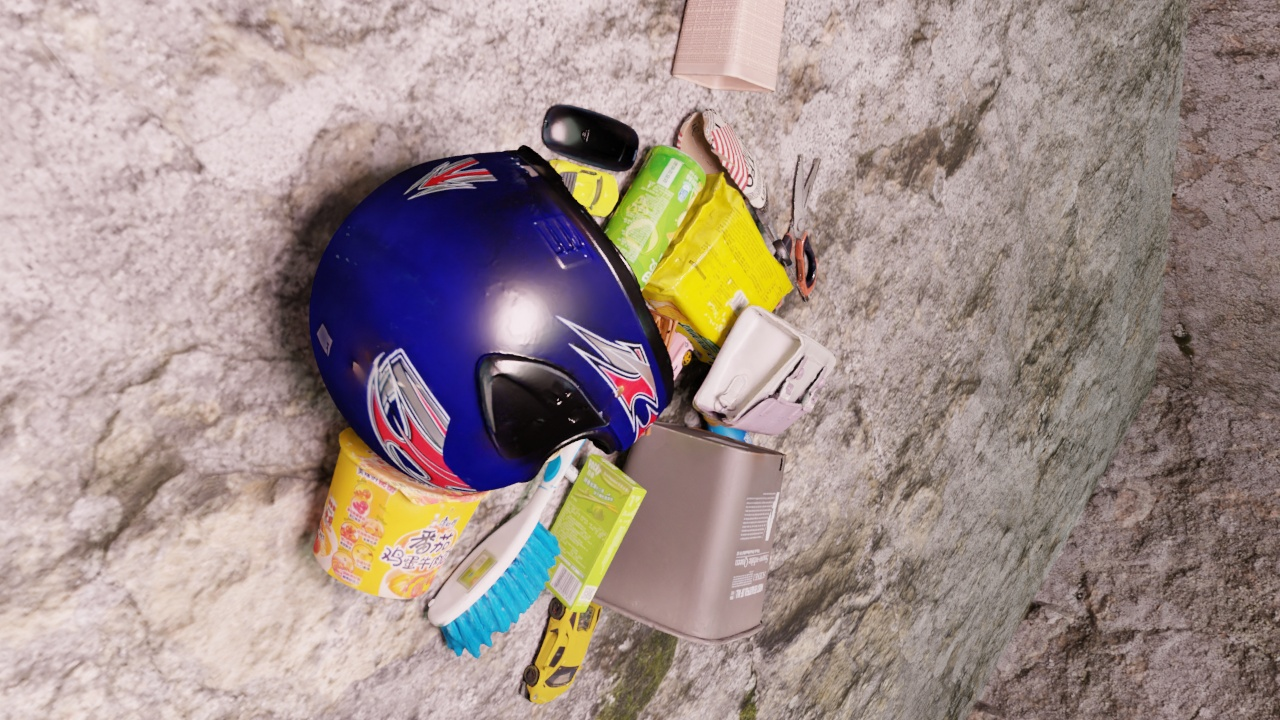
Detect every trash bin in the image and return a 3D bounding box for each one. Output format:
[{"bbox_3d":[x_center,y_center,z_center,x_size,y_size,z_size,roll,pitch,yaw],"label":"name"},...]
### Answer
[{"bbox_3d":[0.064,0.197,1.098,0.198,0.199,0.220,14,91,-61],"label":"trash bin"}]

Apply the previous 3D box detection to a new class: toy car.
[{"bbox_3d":[0.013,0.016,1.076,0.122,0.056,0.037,-58,145,-14],"label":"toy car"},{"bbox_3d":[-0.057,-0.173,0.932,0.105,0.032,0.048,3,103,-51],"label":"toy car"},{"bbox_3d":[-0.091,0.347,1.111,0.071,0.041,0.156,24,89,-50],"label":"toy car"}]

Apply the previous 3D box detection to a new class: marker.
[{"bbox_3d":[-0.069,0.141,1.065,0.016,0.017,0.146,-57,139,-15],"label":"marker"}]

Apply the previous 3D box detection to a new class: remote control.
[{"bbox_3d":[-0.043,-0.224,0.932,0.136,0.024,0.053,3,105,-49],"label":"remote control"}]

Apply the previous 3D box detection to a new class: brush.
[{"bbox_3d":[-0.111,0.173,0.991,0.313,0.060,0.109,-47,131,-19],"label":"brush"}]

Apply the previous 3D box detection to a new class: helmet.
[{"bbox_3d":[-0.128,-0.008,0.758,0.240,0.247,0.316,-37,137,-9],"label":"helmet"}]

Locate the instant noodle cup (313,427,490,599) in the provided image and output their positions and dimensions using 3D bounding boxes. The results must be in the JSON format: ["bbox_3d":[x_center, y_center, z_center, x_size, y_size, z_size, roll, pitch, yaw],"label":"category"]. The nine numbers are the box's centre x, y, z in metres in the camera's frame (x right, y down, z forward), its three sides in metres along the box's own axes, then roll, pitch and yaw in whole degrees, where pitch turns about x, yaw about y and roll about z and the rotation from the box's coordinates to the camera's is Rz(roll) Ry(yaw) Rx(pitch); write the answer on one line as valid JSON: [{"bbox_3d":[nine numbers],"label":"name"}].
[{"bbox_3d":[-0.217,0.135,0.809,0.138,0.138,0.110,16,101,-51],"label":"instant noodle cup"}]

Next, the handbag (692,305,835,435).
[{"bbox_3d":[0.159,0.024,1.132,0.145,0.098,0.196,-54,156,9],"label":"handbag"}]

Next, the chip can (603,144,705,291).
[{"bbox_3d":[-0.008,-0.125,0.978,0.072,0.073,0.221,42,74,-49],"label":"chip can"}]

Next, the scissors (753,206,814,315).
[{"bbox_3d":[0.185,-0.130,1.181,0.014,0.159,0.181,-26,173,9],"label":"scissors"}]

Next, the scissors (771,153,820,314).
[{"bbox_3d":[0.215,-0.165,1.264,0.189,0.015,0.222,-51,136,-21],"label":"scissors"}]

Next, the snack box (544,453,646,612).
[{"bbox_3d":[-0.060,0.192,1.028,0.026,0.086,0.156,21,98,-46],"label":"snack box"}]

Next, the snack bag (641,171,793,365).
[{"bbox_3d":[0.096,-0.093,1.095,0.158,0.068,0.246,-52,141,-5],"label":"snack bag"}]

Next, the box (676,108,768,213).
[{"bbox_3d":[0.091,-0.228,1.077,0.163,0.081,0.074,36,47,-49],"label":"box"}]

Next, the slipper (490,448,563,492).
[{"bbox_3d":[-0.104,0.069,0.946,0.190,0.082,0.092,-45,137,-23],"label":"slipper"}]

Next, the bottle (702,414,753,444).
[{"bbox_3d":[0.127,0.132,1.248,0.065,0.065,0.219,-49,137,-24],"label":"bottle"}]

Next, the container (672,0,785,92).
[{"bbox_3d":[0.099,-0.355,0.991,0.089,0.090,0.111,-2,104,-49],"label":"container"}]

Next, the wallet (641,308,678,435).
[{"bbox_3d":[-0.006,0.006,1.012,0.031,0.108,0.132,6,101,-30],"label":"wallet"}]
